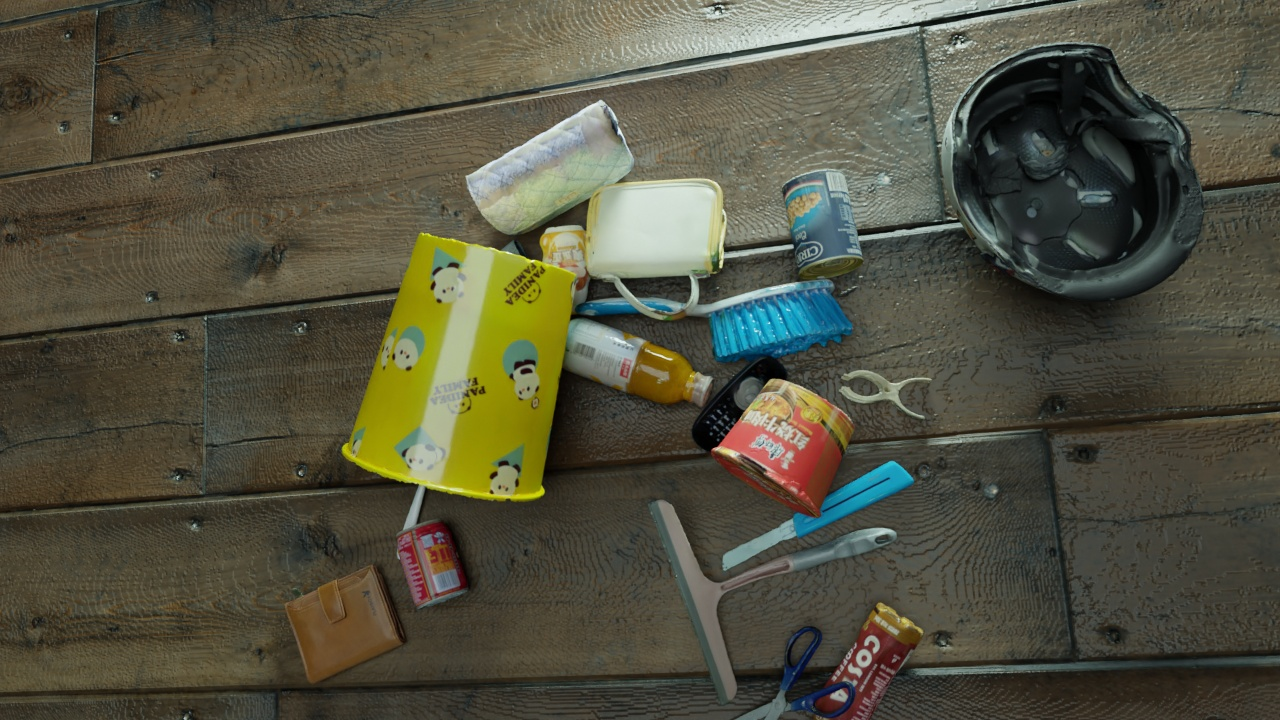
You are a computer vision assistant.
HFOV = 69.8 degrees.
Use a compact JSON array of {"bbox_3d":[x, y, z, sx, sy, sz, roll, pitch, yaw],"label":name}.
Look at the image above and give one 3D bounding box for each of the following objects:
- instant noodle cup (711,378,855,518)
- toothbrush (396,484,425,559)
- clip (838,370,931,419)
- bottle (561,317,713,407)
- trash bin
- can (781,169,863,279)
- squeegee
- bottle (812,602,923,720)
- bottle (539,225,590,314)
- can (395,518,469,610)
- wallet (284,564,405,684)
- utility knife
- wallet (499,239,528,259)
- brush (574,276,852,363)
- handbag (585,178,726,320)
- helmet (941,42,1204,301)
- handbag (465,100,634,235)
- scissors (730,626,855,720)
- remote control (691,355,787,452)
[{"bbox_3d":[0.163,0.094,1.015,0.138,0.138,0.108,29,79,15],"label":"instant noodle cup"},{"bbox_3d":[-0.274,0.163,1.154,0.016,0.016,0.180,16,87,16],"label":"toothbrush"},{"bbox_3d":[0.278,0.034,1.045,0.100,0.034,0.071,13,83,9],"label":"clip"},{"bbox_3d":[-0.006,0.006,1.091,0.189,0.068,0.068,20,86,14],"label":"bottle"},{"bbox_3d":[-0.189,0.004,1.033,0.230,0.229,0.255,15,92,14],"label":"trash bin"},{"bbox_3d":[0.211,-0.158,1.066,0.075,0.075,0.111,-11,79,10],"label":"can"},{"bbox_3d":[0.166,0.233,1.034,0.249,0.040,0.247,-19,94,3],"label":"squeegee"},{"bbox_3d":[0.235,0.350,0.990,0.057,0.057,0.175,33,89,15],"label":"bottle"},{"bbox_3d":[-0.089,-0.110,1.131,0.063,0.063,0.108,-4,95,11],"label":"bottle"},{"bbox_3d":[-0.253,0.245,1.108,0.066,0.066,0.093,-24,77,7],"label":"can"},{"bbox_3d":[-0.370,0.321,1.142,0.131,0.035,0.119,-25,83,7],"label":"wallet"},{"bbox_3d":[0.197,0.180,1.047,0.238,0.018,0.034,-29,77,8],"label":"utility knife"},{"bbox_3d":[-0.164,-0.076,1.153,0.097,0.019,0.121,-35,76,25],"label":"wallet"},{"bbox_3d":[0.082,-0.046,1.082,0.315,0.060,0.109,-12,73,5],"label":"brush"},{"bbox_3d":[0.018,-0.124,1.093,0.163,0.063,0.178,-1,65,14],"label":"handbag"},{"bbox_3d":[0.439,-0.187,0.981,0.230,0.157,0.274,-37,86,2],"label":"helmet"},{"bbox_3d":[-0.103,-0.228,1.115,0.194,0.134,0.075,-30,76,7],"label":"handbag"},{"bbox_3d":[0.160,0.364,1.001,0.163,0.012,0.164,-11,62,41],"label":"scissors"},{"bbox_3d":[0.114,0.050,1.075,0.053,0.024,0.136,42,97,-10],"label":"remote control"}]
